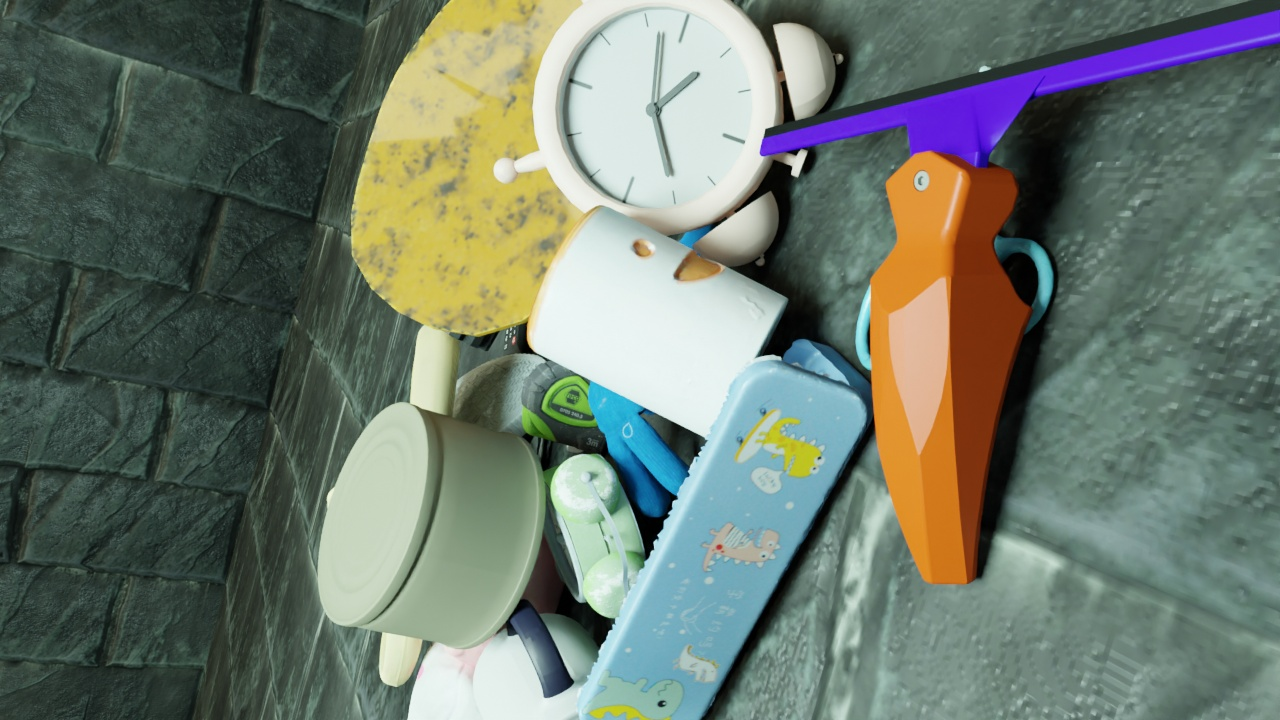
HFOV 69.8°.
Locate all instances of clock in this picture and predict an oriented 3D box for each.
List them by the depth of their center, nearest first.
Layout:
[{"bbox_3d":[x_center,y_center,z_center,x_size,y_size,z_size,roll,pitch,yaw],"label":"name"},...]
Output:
[{"bbox_3d":[0.015,-0.134,0.505,0.131,0.160,0.086,-70,-14,13],"label":"clock"},{"bbox_3d":[-0.029,0.098,0.537,0.119,0.042,0.094,180,71,-73],"label":"clock"}]

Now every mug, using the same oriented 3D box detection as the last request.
[{"bbox_3d":[0.009,-0.019,0.457,0.082,0.105,0.082,-61,-9,-16],"label":"mug"},{"bbox_3d":[-0.049,0.186,0.512,0.097,0.078,0.112,30,139,62],"label":"mug"}]

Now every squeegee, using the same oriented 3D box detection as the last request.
[{"bbox_3d":[0.110,-0.011,0.332,0.250,0.055,0.185,7,100,61],"label":"squeegee"}]

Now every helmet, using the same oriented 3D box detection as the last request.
[{"bbox_3d":[-0.068,-0.131,0.640,0.205,0.131,0.255,32,94,22],"label":"helmet"}]

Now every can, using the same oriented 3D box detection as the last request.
[{"bbox_3d":[-0.121,0.093,0.521,0.128,0.073,0.127,-30,49,41],"label":"can"}]

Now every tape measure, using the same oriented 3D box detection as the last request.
[{"bbox_3d":[-0.050,0.028,0.626,0.058,0.065,0.036,-68,19,1],"label":"tape measure"}]

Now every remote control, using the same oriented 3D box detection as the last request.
[{"bbox_3d":[-0.106,-0.065,0.826,0.033,0.015,0.146,-30,52,55],"label":"remote control"}]

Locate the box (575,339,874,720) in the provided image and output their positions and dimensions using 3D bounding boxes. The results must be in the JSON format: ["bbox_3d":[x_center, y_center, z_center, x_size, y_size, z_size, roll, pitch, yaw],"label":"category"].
[{"bbox_3d":[0.029,0.086,0.436,0.211,0.078,0.072,-66,32,20],"label":"box"}]

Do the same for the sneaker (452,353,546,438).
[{"bbox_3d":[-0.147,0.078,0.773,0.236,0.087,0.089,-29,42,28],"label":"sneaker"}]

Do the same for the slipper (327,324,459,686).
[{"bbox_3d":[-0.178,0.090,0.647,0.112,0.079,0.261,136,141,-63],"label":"slipper"}]

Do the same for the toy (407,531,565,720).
[{"bbox_3d":[-0.103,0.204,0.615,0.142,0.084,0.213,91,-167,-80],"label":"toy"}]

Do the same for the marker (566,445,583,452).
[{"bbox_3d":[-0.058,0.010,0.700,0.017,0.017,0.145,-55,34,36],"label":"marker"}]

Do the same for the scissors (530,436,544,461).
[{"bbox_3d":[-0.102,0.132,0.727,0.150,0.019,0.130,-45,41,47],"label":"scissors"}]

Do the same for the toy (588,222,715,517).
[{"bbox_3d":[-0.003,0.003,0.548,0.113,0.071,0.176,-27,54,43],"label":"toy"}]

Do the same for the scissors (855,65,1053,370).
[{"bbox_3d":[0.131,-0.055,0.374,0.120,0.015,0.139,32,112,61],"label":"scissors"}]
